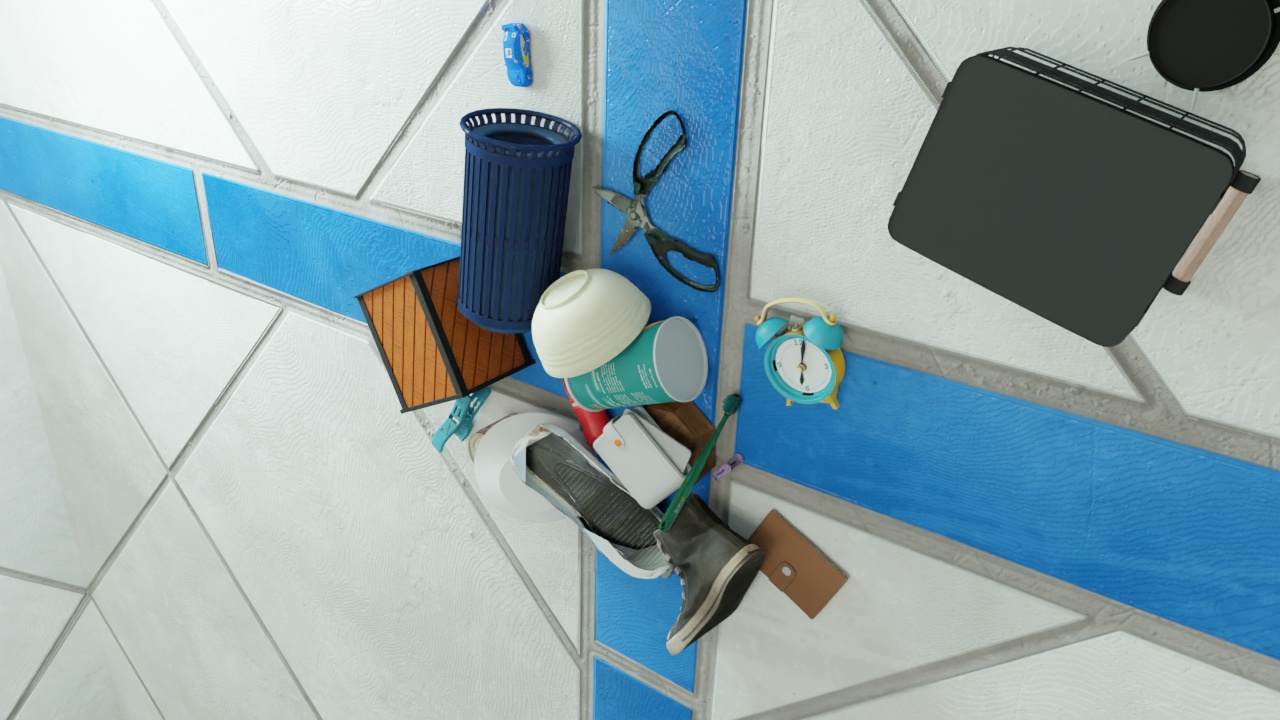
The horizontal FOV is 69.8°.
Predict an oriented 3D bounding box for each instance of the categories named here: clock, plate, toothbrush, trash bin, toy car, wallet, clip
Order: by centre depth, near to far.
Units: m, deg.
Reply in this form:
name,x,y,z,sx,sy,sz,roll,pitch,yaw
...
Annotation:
name,x,y,z,sx,sy,sz,roll,pitch,yaw
clock,0.435,-0.256,0.683,0.091,0.042,0.121,46,130,13
clock,0.175,-0.008,0.994,0.099,0.043,0.130,2,117,37
toy car,-0.162,-0.369,1.087,0.033,0.061,0.092,14,117,33
toothbrush,0.069,0.122,1.095,0.016,0.017,0.190,33,101,30
wallet,0.184,0.248,1.113,0.121,0.013,0.088,42,129,18
trash bin,-0.155,-0.165,1.122,0.139,0.139,0.250,27,125,27
clip,0.105,0.132,1.123,0.013,0.029,0.050,53,143,10
wallet,0.009,0.113,1.141,0.118,0.037,0.116,51,131,5
plate,0.036,0.102,1.158,0.131,0.025,0.131,16,118,32
plate,-0.144,0.158,1.254,0.174,0.036,0.174,1,113,1
trash bin,-0.267,-0.041,1.258,0.140,0.139,0.172,-14,100,41
clip,-0.259,0.083,1.383,0.030,0.120,0.130,45,107,18

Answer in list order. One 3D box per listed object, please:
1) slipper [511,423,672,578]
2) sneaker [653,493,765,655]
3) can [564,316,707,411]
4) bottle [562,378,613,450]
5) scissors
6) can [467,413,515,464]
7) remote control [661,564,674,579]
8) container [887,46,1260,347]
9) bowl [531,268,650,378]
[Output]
name,x,y,z,sx,sy,sz,roll,pitch,yaw
slipper,-0.052,0.180,1.215,0.264,0.063,0.111,40,111,-9
sneaker,0.065,0.278,1.171,0.120,0.095,0.235,45,140,27
can,-0.007,0.006,1.102,0.144,0.099,0.099,-8,103,40
bottle,-0.073,0.048,1.210,0.042,0.041,0.141,-17,98,41
scissors,0.028,-0.182,1.052,0.202,0.015,0.206,34,127,19
can,-0.198,0.119,1.315,0.067,0.076,0.067,16,118,32
remote control,-0.007,0.246,1.261,0.136,0.013,0.033,38,128,19
container,0.342,-0.141,0.746,0.241,0.130,0.163,33,126,23
bowl,-0.071,-0.057,1.080,0.151,0.150,0.075,-9,127,40
